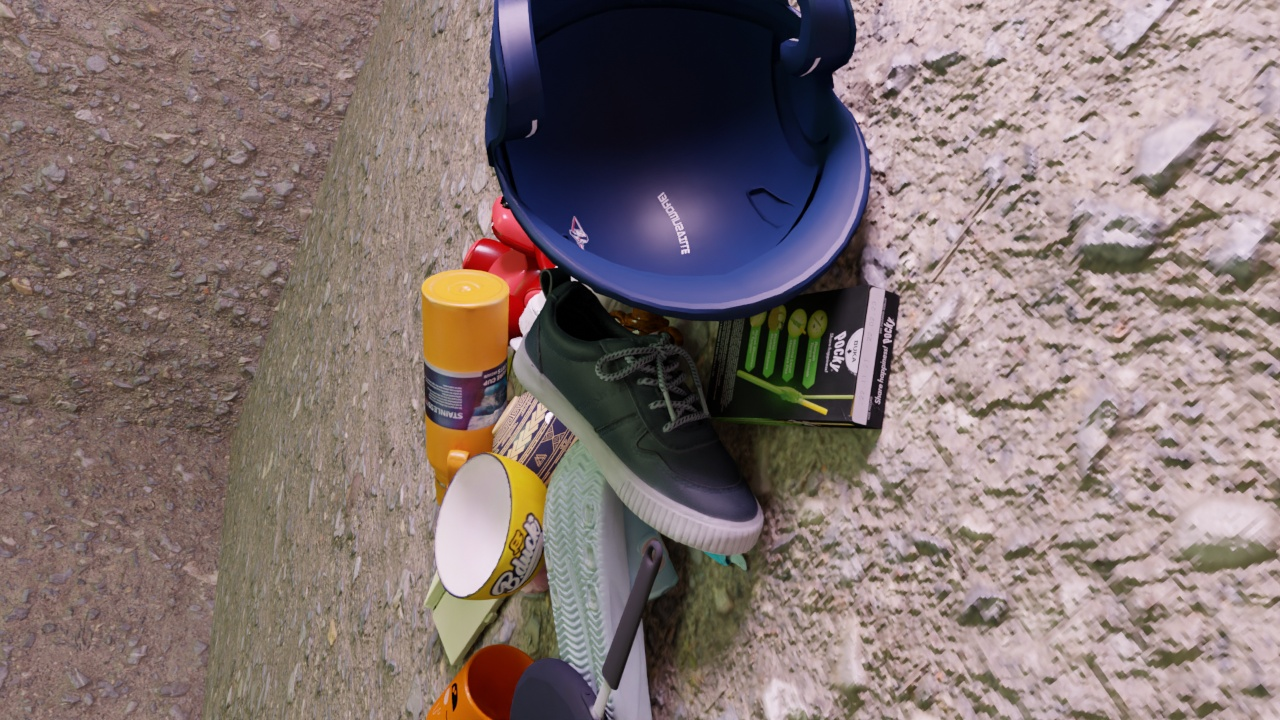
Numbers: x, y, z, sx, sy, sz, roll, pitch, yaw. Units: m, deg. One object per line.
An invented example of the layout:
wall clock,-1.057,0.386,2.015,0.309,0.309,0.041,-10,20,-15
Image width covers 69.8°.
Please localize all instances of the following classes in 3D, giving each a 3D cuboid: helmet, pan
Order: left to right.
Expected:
pan,-0.036,0.255,0.628,0.198,0.021,0.357,52,135,44
helmet,0.020,-0.131,0.594,0.223,0.232,0.272,90,162,-54

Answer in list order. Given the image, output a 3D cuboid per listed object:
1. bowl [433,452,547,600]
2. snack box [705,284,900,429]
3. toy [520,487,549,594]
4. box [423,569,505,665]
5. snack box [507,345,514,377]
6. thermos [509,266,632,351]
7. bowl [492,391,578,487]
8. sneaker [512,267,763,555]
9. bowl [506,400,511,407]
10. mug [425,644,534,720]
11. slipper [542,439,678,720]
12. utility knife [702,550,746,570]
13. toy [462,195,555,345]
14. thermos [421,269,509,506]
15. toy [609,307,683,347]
bowl,-0.111,0.139,0.752,0.118,0.067,0.117,-25,56,43
snack box,0.098,0.001,0.590,0.148,0.025,0.080,-4,74,60
toy,-0.087,0.168,0.810,0.096,0.052,0.099,-154,77,-76
box,-0.177,0.215,0.969,0.188,0.047,0.140,-55,37,32
snack box,-0.175,0.019,1.053,0.029,0.040,0.148,3,80,62
thermos,-0.025,-0.077,0.781,0.221,0.099,0.099,-59,33,21
bowl,-0.097,0.065,0.825,0.112,0.061,0.112,-55,9,13
sneaker,0.003,0.028,0.618,0.235,0.089,0.088,42,124,25
bowl,-0.167,0.093,0.981,0.118,0.030,0.117,-59,16,27
mug,-0.128,0.323,0.810,0.112,0.077,0.096,50,127,19
slipper,-0.018,0.173,0.677,0.104,0.074,0.245,-15,80,59
utility knife,0.039,0.123,0.653,0.124,0.015,0.022,29,115,58
toy,-0.095,-0.114,0.901,0.198,0.120,0.158,-51,29,26
thermos,-0.166,0.039,0.847,0.076,0.091,0.233,20,122,22
toy,-0.004,0.004,0.732,0.087,0.067,0.113,19,108,37
